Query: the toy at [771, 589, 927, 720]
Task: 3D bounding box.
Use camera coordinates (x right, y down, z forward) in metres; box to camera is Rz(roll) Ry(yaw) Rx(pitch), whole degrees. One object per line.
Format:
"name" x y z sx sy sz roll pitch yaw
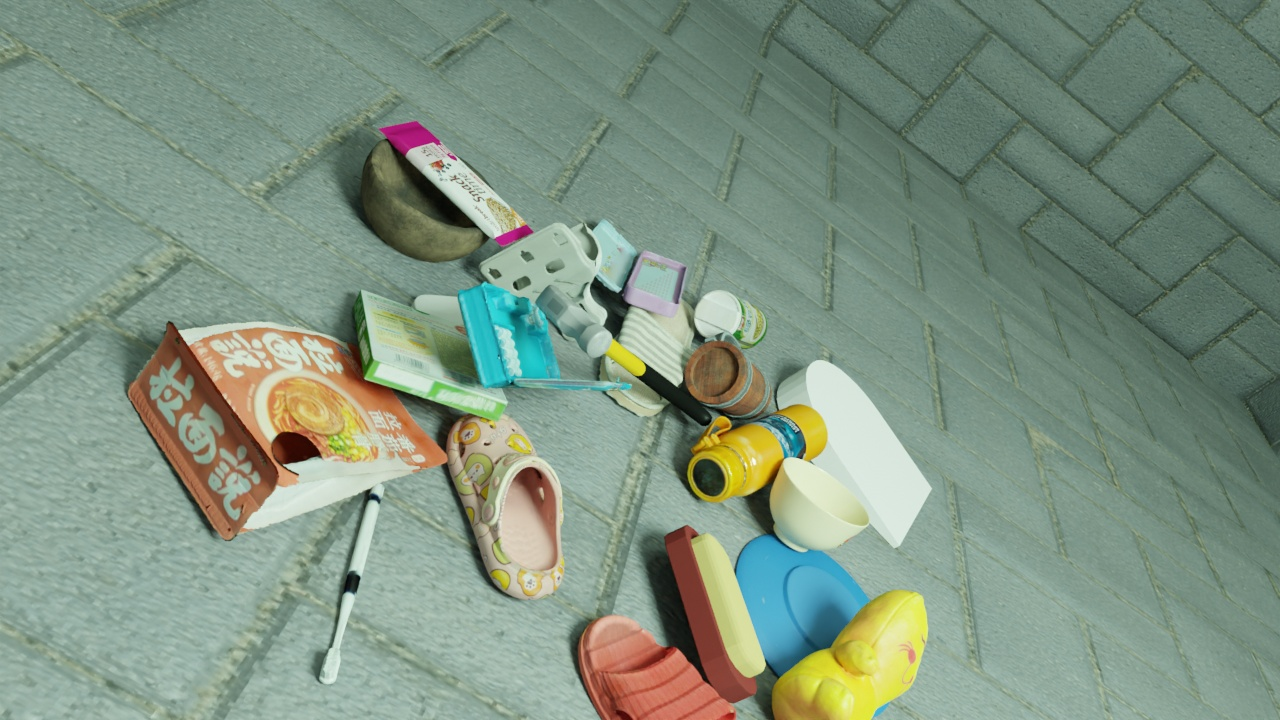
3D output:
"toy" 0.206 0.313 0.899 0.087 0.135 0.193 23 36 39

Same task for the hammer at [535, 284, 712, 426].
"hammer" -0.006 0.006 0.982 0.127 0.029 0.323 41 2 36

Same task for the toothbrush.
"toothbrush" -0.224 0.167 0.722 0.012 0.017 0.186 16 38 -15

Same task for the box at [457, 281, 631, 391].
"box" -0.096 0.002 0.904 0.168 0.086 0.227 39 3 6

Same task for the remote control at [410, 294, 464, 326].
"remote control" -0.192 -0.051 1.019 0.136 0.013 0.043 1 49 -45

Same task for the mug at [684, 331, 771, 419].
"mug" 0.112 0.013 1.158 0.111 0.082 0.117 32 43 -57

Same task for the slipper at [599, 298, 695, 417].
"slipper" 0.021 -0.023 1.172 0.114 0.054 0.271 42 31 -7

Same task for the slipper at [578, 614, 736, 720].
"slipper" 0.040 0.317 0.773 0.103 0.059 0.248 -11 59 -50

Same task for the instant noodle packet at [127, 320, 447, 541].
"instant noodle packet" -0.281 0.047 0.778 0.164 0.084 0.220 47 21 18

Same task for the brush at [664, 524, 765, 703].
"brush" 0.074 0.238 0.885 0.082 0.042 0.173 50 16 -49

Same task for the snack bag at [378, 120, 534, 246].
"snack bag" -0.208 -0.205 1.049 0.196 0.016 0.070 44 34 5

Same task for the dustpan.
"dustpan" 0.296 0.123 1.305 0.257 0.053 0.191 56 34 3

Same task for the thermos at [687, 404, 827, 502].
"thermos" 0.137 0.108 1.111 0.091 0.076 0.232 28 25 29

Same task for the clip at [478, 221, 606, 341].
"clip" -0.097 -0.099 1.083 0.151 0.127 0.105 44 35 -38

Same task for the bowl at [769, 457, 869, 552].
"bowl" 0.193 0.178 1.059 0.118 0.074 0.117 29 19 -11

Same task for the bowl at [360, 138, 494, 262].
"bowl" -0.248 -0.179 1.061 0.162 0.070 0.162 27 35 -21

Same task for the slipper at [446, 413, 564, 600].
"slipper" -0.110 0.118 0.839 0.093 0.082 0.197 9 46 -41

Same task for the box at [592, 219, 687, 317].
"box" -0.009 -0.126 1.232 0.151 0.041 0.213 33 19 -5

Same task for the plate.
"plate" 0.201 0.283 1.009 0.224 0.024 0.223 27 35 -21

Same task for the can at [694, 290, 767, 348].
"can" 0.126 -0.055 1.268 0.067 0.067 0.120 54 17 21

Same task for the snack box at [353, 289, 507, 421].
"snack box" -0.207 -0.007 0.889 0.132 0.027 0.168 21 17 -28
